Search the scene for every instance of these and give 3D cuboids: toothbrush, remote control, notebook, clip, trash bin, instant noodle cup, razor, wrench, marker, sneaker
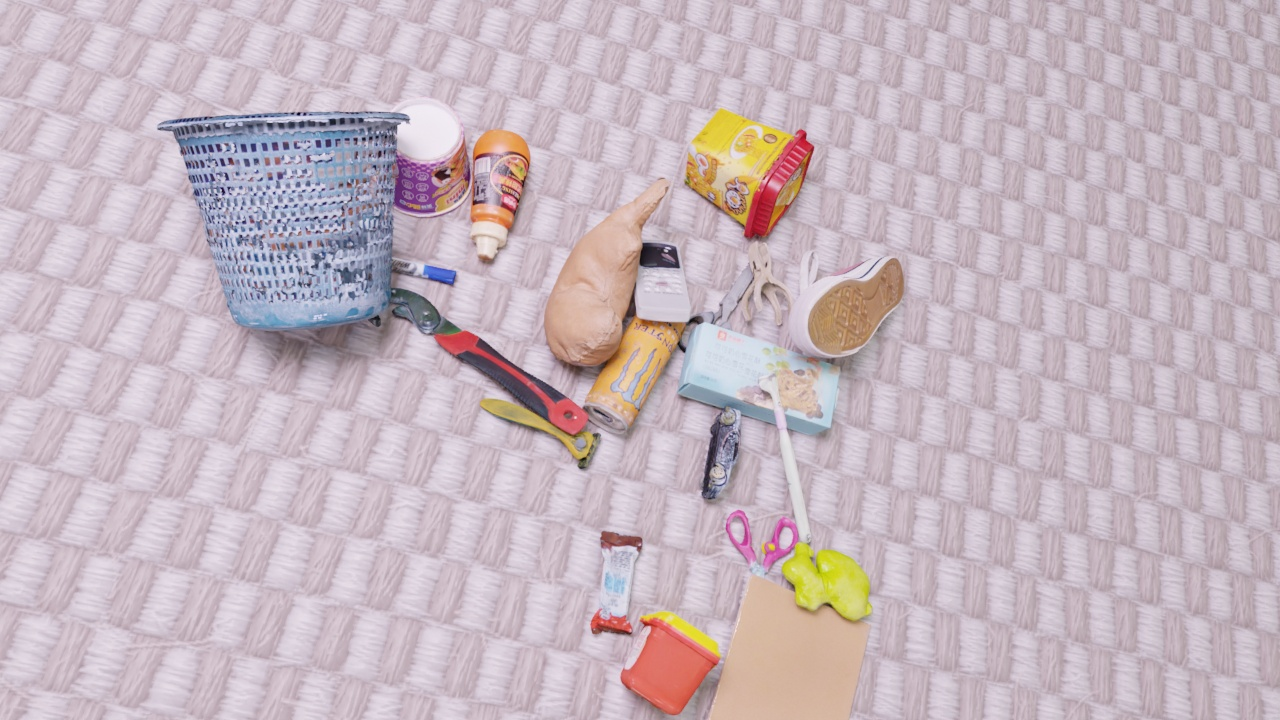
[{"bbox_3d":[0.157,0.106,0.983,0.029,0.020,0.189,-19,97,-43],"label":"toothbrush"},{"bbox_3d":[0.021,-0.092,1.024,0.058,0.021,0.149,4,37,-8],"label":"remote control"},{"bbox_3d":[0.147,0.341,0.928,0.148,0.008,0.207,25,66,-9],"label":"notebook"},{"bbox_3d":[0.155,-0.085,1.082,0.095,0.035,0.101,28,56,-16],"label":"clip"},{"bbox_3d":[-0.331,-0.136,0.894,0.226,0.226,0.195,-6,104,-15],"label":"trash bin"},{"bbox_3d":[-0.240,-0.229,1.017,0.111,0.099,0.111,4,70,-12],"label":"instant noodle cup"},{"bbox_3d":[-0.109,0.069,0.973,0.132,0.028,0.043,25,70,-1],"label":"razor"},{"bbox_3d":[-0.173,-0.003,0.976,0.273,0.016,0.056,30,59,6],"label":"wrench"},{"bbox_3d":[-0.276,-0.107,1.006,0.145,0.017,0.016,13,67,-8],"label":"marker"},{"bbox_3d":[0.220,-0.064,1.050,0.240,0.088,0.118,-31,111,-48],"label":"sneaker"},{"bbox_3d":[0.125,-0.230,1.098,0.124,0.116,0.115,32,65,13],"label":"instant noodle cup"}]

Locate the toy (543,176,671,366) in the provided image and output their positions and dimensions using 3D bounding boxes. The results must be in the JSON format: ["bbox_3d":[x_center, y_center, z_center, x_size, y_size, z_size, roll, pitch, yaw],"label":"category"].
[{"bbox_3d":[-0.038,-0.100,0.991,0.082,0.144,0.225,27,74,-32],"label":"toy"}]

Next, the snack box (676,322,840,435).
[{"bbox_3d":[0.132,0.022,1.021,0.175,0.052,0.074,18,71,-11],"label":"snack box"}]

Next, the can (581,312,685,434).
[{"bbox_3d":[-0.006,0.006,1.001,0.058,0.058,0.145,30,66,0],"label":"can"}]

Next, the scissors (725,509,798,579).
[{"bbox_3d":[0.118,0.219,0.970,0.108,0.017,0.135,31,68,-8],"label":"scissors"}]

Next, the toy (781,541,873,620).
[{"bbox_3d":[0.200,0.232,0.969,0.100,0.031,0.096,-11,65,-31],"label":"toy"}]

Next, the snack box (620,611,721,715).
[{"bbox_3d":[0.024,0.291,0.884,0.082,0.091,0.080,34,73,1],"label":"snack box"}]

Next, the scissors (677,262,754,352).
[{"bbox_3d":[0.097,-0.073,1.078,0.132,0.014,0.175,3,69,-12],"label":"scissors"}]

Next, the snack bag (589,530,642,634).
[{"bbox_3d":[-0.025,0.226,0.930,0.045,0.026,0.105,7,67,0],"label":"snack bag"}]

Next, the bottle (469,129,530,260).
[{"bbox_3d":[-0.165,-0.184,1.040,0.066,0.067,0.149,9,75,-9],"label":"bottle"}]

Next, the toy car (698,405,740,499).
[{"bbox_3d":[0.089,0.101,0.992,0.031,0.049,0.105,16,68,-4],"label":"toy car"}]
